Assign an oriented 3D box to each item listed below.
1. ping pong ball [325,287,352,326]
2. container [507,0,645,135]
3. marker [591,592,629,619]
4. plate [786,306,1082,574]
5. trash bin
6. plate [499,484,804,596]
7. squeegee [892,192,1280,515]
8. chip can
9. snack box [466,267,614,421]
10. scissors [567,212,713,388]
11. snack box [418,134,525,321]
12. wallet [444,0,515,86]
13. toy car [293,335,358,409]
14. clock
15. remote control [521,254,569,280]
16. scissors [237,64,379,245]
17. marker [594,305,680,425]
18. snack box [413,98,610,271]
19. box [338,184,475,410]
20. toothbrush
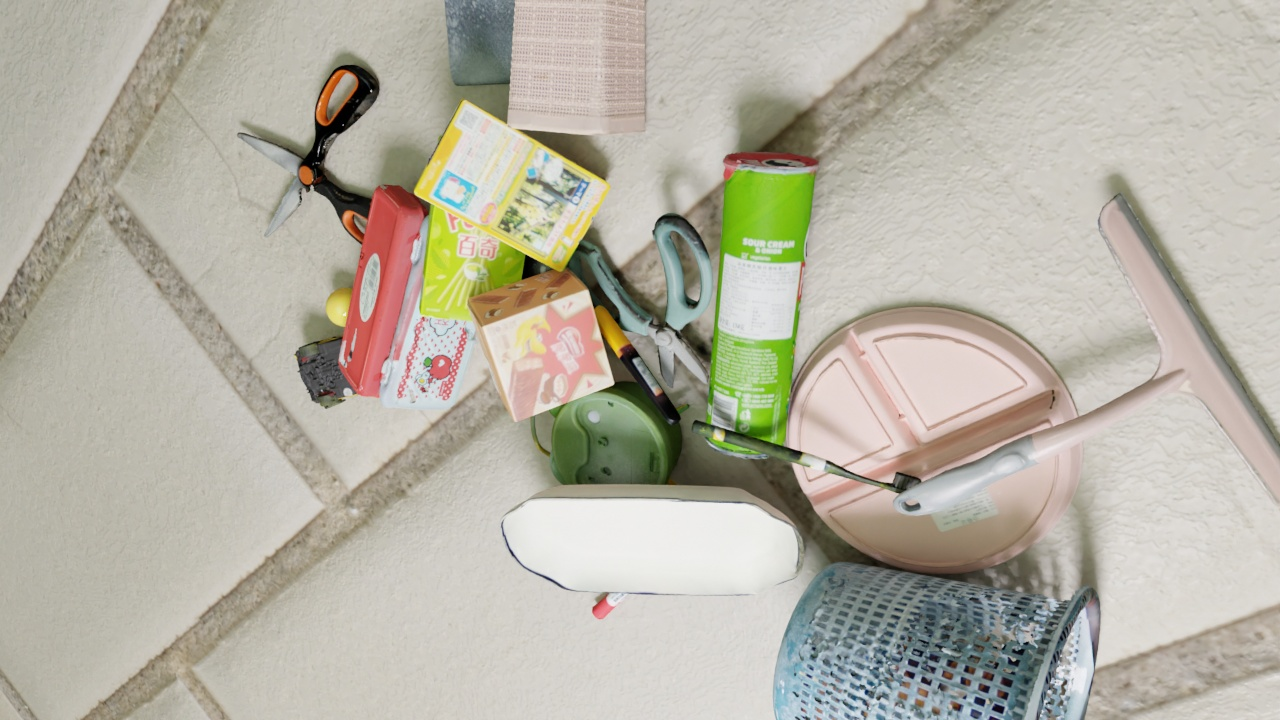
[{"bbox_3d":[-0.302,-0.054,0.942,0.040,0.040,0.040,9,112,24],"label":"ping pong ball"},{"bbox_3d":[-0.048,-0.238,0.720,0.090,0.089,0.111,11,110,23],"label":"container"},{"bbox_3d":[-0.002,0.212,0.901,0.017,0.017,0.146,45,121,6],"label":"marker"},{"bbox_3d":[0.224,0.071,0.729,0.230,0.028,0.230,9,112,23],"label":"plate"},{"bbox_3d":[0.219,0.253,0.705,0.195,0.225,0.227,14,114,36],"label":"trash bin"},{"bbox_3d":[0.010,0.154,0.812,0.266,0.034,0.162,-2,138,12],"label":"plate"},{"bbox_3d":[0.290,0.056,0.653,0.250,0.040,0.247,-33,94,25],"label":"squeegee"},{"bbox_3d":[0.092,-0.042,0.727,0.072,0.072,0.236,12,113,23],"label":"chip can"},{"bbox_3d":[-0.086,-0.016,0.793,0.094,0.077,0.093,-20,116,-12],"label":"snack box"},{"bbox_3d":[0.014,-0.059,0.771,0.170,0.019,0.181,47,138,6],"label":"scissors"},{"bbox_3d":[-0.142,-0.111,0.799,0.085,0.026,0.156,6,106,-18],"label":"snack box"},{"bbox_3d":[-0.121,-0.296,0.777,0.097,0.019,0.121,5,109,23],"label":"wallet"},{"bbox_3d":[-0.294,0.003,0.957,0.156,0.041,0.071,-15,101,24],"label":"toy car"},{"bbox_3d":[-0.033,0.072,0.843,0.161,0.056,0.116,10,112,24],"label":"clock"},{"bbox_3d":[-0.100,-0.045,0.854,0.058,0.021,0.150,18,116,21],"label":"remote control"},{"bbox_3d":[-0.309,-0.185,0.910,0.221,0.021,0.234,45,120,7],"label":"scissors"},{"bbox_3d":[-0.005,0.005,0.794,0.124,0.018,0.015,54,134,11],"label":"marker"},{"bbox_3d":[-0.106,-0.144,0.763,0.140,0.033,0.087,27,100,-17],"label":"snack box"},{"bbox_3d":[-0.212,-0.057,0.878,0.102,0.100,0.202,41,120,43],"label":"box"},{"bbox_3d":[0.130,0.075,0.722,0.186,0.012,0.017,16,109,1],"label":"toothbrush"}]
